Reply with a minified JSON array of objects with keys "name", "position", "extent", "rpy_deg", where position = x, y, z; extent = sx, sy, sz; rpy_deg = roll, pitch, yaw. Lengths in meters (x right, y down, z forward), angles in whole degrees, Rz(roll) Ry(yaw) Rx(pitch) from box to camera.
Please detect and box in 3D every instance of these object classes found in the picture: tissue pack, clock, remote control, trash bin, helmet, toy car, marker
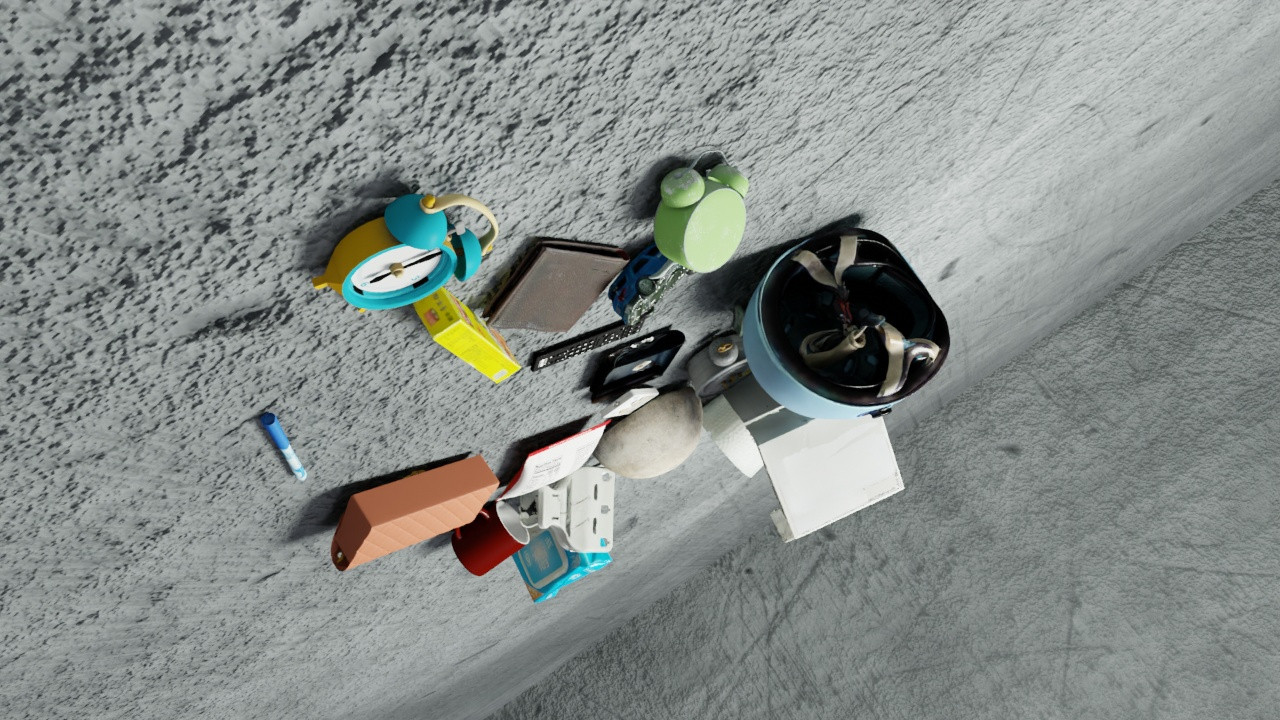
[{"name":"tissue pack","position":[-0.132,0.296,1.422],"extent":[0.065,0.117,0.210],"rpy_deg":[-13,160,-43]},{"name":"clock","position":[0.112,0.005,1.227],"extent":[0.104,0.056,0.148],"rpy_deg":[-28,162,-5]},{"name":"remote control","position":[-0.055,-0.020,0.994],"extent":[0.139,0.009,0.030],"rpy_deg":[-22,157,-28]},{"name":"trash bin","position":[0.189,0.079,1.424],"extent":[0.161,0.133,0.133],"rpy_deg":[-41,159,8]},{"name":"helmet","position":[0.228,-0.025,1.101],"extent":[0.264,0.225,0.167],"rpy_deg":[-20,163,-34]},{"name":"remote control","position":[-0.012,0.054,1.184],"extent":[0.050,0.011,0.135],"rpy_deg":[-35,171,11]},{"name":"toy car","position":[0.017,-0.087,0.892],"extent":[0.120,0.043,0.056],"rpy_deg":[-43,164,-18]},{"name":"clock","position":[0.055,-0.129,0.823],"extent":[0.094,0.042,0.119],"rpy_deg":[-18,125,-39]},{"name":"clock","position":[-0.165,-0.077,0.658],"extent":[0.130,0.043,0.099],"rpy_deg":[-28,161,8]},{"name":"marker","position":[-0.320,0.082,0.830],"extent":[0.013,0.013,0.142],"rpy_deg":[-26,159,-20]}]

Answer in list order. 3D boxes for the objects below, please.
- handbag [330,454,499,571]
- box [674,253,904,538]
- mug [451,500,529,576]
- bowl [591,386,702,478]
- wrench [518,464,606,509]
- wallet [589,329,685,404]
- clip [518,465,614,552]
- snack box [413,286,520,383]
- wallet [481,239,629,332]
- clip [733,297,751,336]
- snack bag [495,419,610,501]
[{"name":"handbag","position":[-0.262,0.173,1.052],"extent":[0.171,0.060,0.109],"rpy_deg":[-15,148,-46]},{"name":"box","position":[0.199,0.036,1.282],"extent":[0.167,0.379,0.172],"rpy_deg":[-24,146,-2]},{"name":"mug","position":[-0.219,0.241,1.278],"extent":[0.082,0.073,0.105],"rpy_deg":[-36,131,9]},{"name":"bowl","position":[0.024,0.119,1.317],"extent":[0.178,0.081,0.179],"rpy_deg":[-27,163,-10]},{"name":"wrench","position":[-0.064,0.170,1.406],"extent":[0.272,0.018,0.066],"rpy_deg":[-24,158,-26]},{"name":"wallet","position":[-0.007,0.006,1.099],"extent":[0.114,0.026,0.089],"rpy_deg":[-21,159,-29]},{"name":"clip","position":[-0.100,0.211,1.311],"extent":[0.144,0.124,0.075],"rpy_deg":[7,166,-33]},{"name":"snack box","position":[-0.150,-0.020,0.810],"extent":[0.029,0.040,0.148],"rpy_deg":[-34,160,2]},{"name":"wallet","position":[-0.075,-0.066,0.833],"extent":[0.100,0.031,0.119],"rpy_deg":[-47,155,26]},{"name":"clip","position":[0.135,-0.056,1.176],"extent":[0.045,0.023,0.076],"rpy_deg":[-32,162,-7]},{"name":"snack bag","position":[-0.116,0.136,1.216],"extent":[0.130,0.039,0.144],"rpy_deg":[-21,160,-37]}]
